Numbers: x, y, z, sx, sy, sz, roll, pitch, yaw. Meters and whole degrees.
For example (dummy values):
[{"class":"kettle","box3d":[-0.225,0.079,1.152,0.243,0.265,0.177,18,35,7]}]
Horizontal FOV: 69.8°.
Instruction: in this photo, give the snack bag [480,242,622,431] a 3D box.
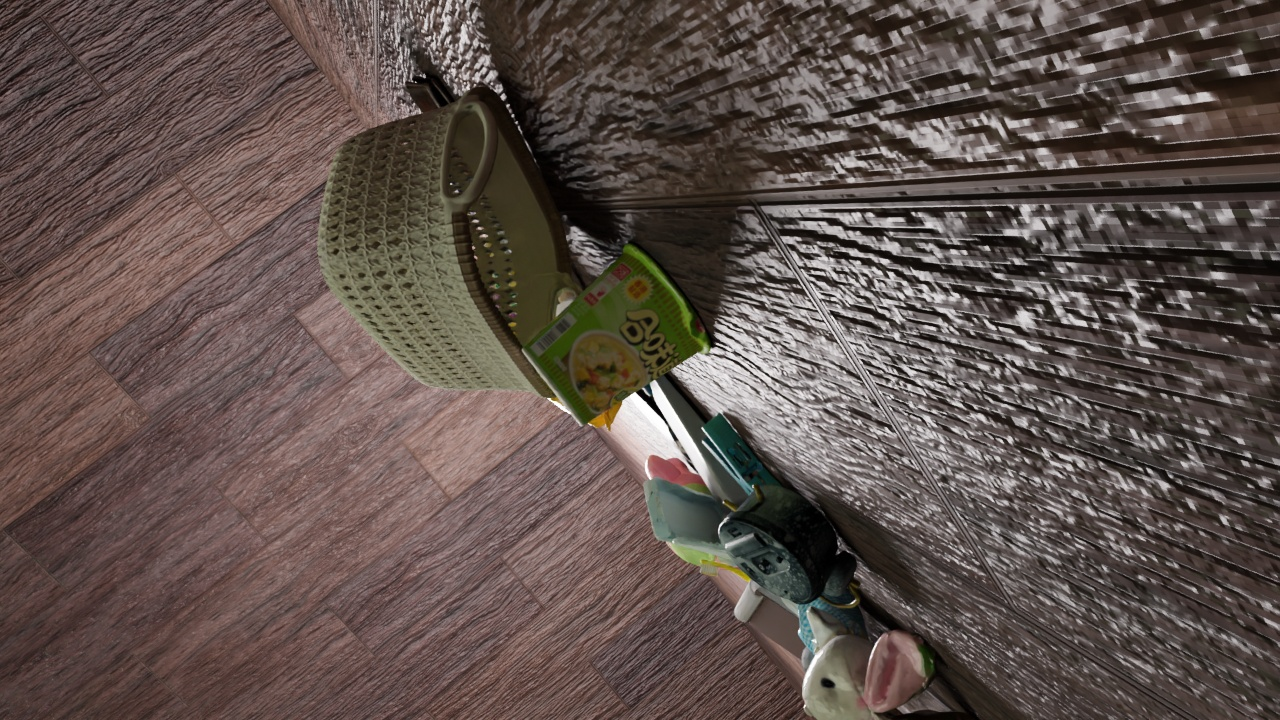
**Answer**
[{"class":"snack bag","box3d":[-0.114,-0.030,1.120,0.247,0.068,0.159,58,-177,24]}]

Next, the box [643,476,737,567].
[{"class":"box","box3d":[0.086,0.185,1.004,0.126,0.075,0.197,18,174,32]}]

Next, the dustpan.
[{"class":"dustpan","box3d":[0.088,0.121,0.952,0.257,0.033,0.163,59,176,17]}]

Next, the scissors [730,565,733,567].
[{"class":"scissors","box3d":[0.194,0.298,1.073,0.201,0.015,0.204,34,177,-43]}]

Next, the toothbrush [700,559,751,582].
[{"class":"toothbrush","box3d":[0.131,0.242,1.012,0.135,0.016,0.021,13,160,1]}]

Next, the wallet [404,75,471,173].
[{"class":"wallet","box3d":[-0.197,-0.239,0.955,0.120,0.031,0.099,57,168,-29]}]

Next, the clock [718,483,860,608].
[{"class":"clock","box3d":[0.120,0.155,0.732,0.129,0.052,0.090,46,152,1]}]

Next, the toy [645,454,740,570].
[{"class":"toy","box3d":[0.062,0.193,1.217,0.192,0.097,0.236,62,178,-24]}]

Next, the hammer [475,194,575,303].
[{"class":"hammer","box3d":[-0.078,-0.067,0.995,0.117,0.051,0.323,50,175,39]}]

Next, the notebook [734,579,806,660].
[{"class":"notebook","box3d":[0.185,0.308,1.013,0.171,0.022,0.209,32,161,14]}]

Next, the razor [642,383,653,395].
[{"class":"razor","box3d":[-0.006,0.006,0.991,0.042,0.022,0.144,49,173,29]}]

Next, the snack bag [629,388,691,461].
[{"class":"snack bag","box3d":[0.019,0.068,1.147,0.074,0.018,0.155,57,171,-35]}]

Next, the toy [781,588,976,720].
[{"class":"toy","box3d":[0.170,0.254,0.793,0.131,0.105,0.205,59,169,-28]}]

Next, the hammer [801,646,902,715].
[{"class":"hammer","box3d":[0.267,0.348,0.781,0.329,0.052,0.098,29,153,51]}]

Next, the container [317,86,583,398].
[{"class":"container","box3d":[-0.136,-0.079,0.714,0.246,0.143,0.184,65,-158,-58]}]

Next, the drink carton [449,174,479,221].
[{"class":"drink carton","box3d":[-0.182,-0.187,1.070,0.130,0.040,0.064,49,172,22]}]

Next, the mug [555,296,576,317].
[{"class":"mug","box3d":[-0.057,-0.016,0.903,0.089,0.073,0.105,61,-164,-56]}]

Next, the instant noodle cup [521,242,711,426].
[{"class":"instant noodle cup","box3d":[-0.021,-0.013,0.655,0.099,0.108,0.099,52,174,7]}]

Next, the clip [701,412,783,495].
[{"class":"clip","box3d":[0.099,0.099,0.791,0.127,0.028,0.113,52,175,7]}]
